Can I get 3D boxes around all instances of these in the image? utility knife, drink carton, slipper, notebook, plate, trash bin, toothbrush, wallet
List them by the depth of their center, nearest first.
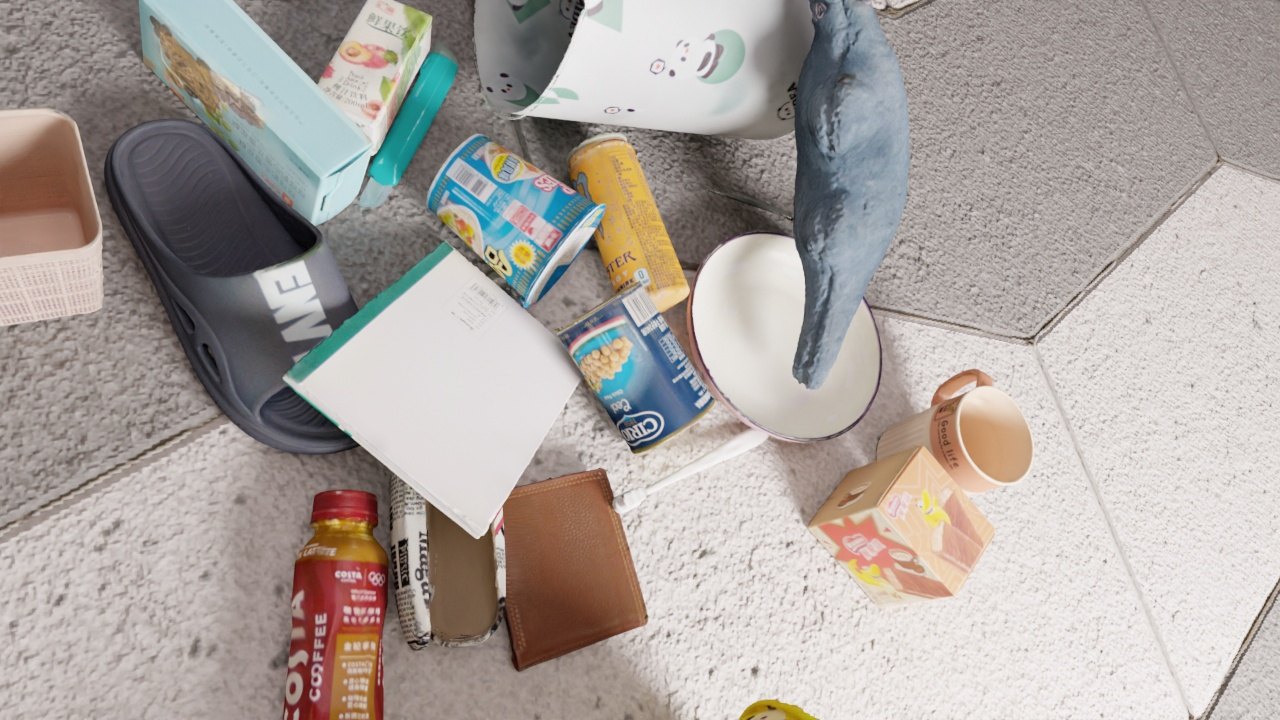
[{"bbox_3d":[0.014,0.348,0.502,0.254,0.230,0.229,-16,79,-24],"label":"trash bin"},{"bbox_3d":[-0.258,-0.057,0.599,0.110,0.083,0.268,-33,86,-30],"label":"slipper"},{"bbox_3d":[-0.123,0.007,0.624,0.150,0.012,0.208,42,32,-8],"label":"notebook"},{"bbox_3d":[-0.058,0.144,0.651,0.101,0.032,0.124,-11,75,-26],"label":"wallet"},{"bbox_3d":[-0.206,-0.220,0.707,0.053,0.046,0.122,19,61,-6],"label":"drink carton"},{"bbox_3d":[0.047,0.080,0.715,0.179,0.016,0.016,-20,79,-42],"label":"toothbrush"},{"bbox_3d":[-0.182,-0.187,0.725,0.029,0.013,0.174,25,61,-12],"label":"utility knife"},{"bbox_3d":[0.021,-0.293,0.751,0.251,0.230,0.229,2,70,-31],"label":"trash bin"},{"bbox_3d":[0.120,-0.018,0.792,0.192,0.039,0.192,9,67,-23],"label":"plate"}]

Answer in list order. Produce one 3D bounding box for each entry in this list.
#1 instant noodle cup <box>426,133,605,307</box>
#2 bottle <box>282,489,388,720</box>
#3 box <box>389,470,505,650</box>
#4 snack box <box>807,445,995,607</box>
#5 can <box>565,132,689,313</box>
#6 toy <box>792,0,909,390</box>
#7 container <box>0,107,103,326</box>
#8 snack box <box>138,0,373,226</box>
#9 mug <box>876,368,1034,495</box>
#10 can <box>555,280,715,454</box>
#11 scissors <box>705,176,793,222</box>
[{"bbox_3d":[-0.099,-0.111,0.695,0.110,0.099,0.099,38,59,-1],"label":"instant noodle cup"},{"bbox_3d":[-0.185,0.169,0.562,0.057,0.058,0.174,6,68,-24],"label":"bottle"},{"bbox_3d":[-0.140,0.103,0.595,0.086,0.076,0.163,24,56,-58],"label":"box"},{"bbox_3d":[0.210,0.137,0.745,0.094,0.093,0.076,49,58,-2],"label":"snack box"},{"bbox_3d":[-0.011,-0.109,0.752,0.058,0.058,0.146,-15,78,-30],"label":"can"},{"bbox_3d":[0.158,-0.159,0.721,0.137,0.091,0.357,-32,125,-48],"label":"toy"},{"bbox_3d":[-0.367,-0.077,0.535,0.089,0.111,0.090,-14,77,-29],"label":"container"},{"bbox_3d":[-0.270,-0.182,0.644,0.175,0.074,0.051,46,58,-4],"label":"snack box"},{"bbox_3d":[0.271,0.064,0.795,0.081,0.106,0.114,24,62,-16],"label":"mug"},{"bbox_3d":[-0.004,0.004,0.693,0.075,0.075,0.111,-36,97,-32],"label":"can"},{"bbox_3d":[0.144,-0.132,0.850,0.165,0.014,0.162,39,32,26],"label":"scissors"}]
